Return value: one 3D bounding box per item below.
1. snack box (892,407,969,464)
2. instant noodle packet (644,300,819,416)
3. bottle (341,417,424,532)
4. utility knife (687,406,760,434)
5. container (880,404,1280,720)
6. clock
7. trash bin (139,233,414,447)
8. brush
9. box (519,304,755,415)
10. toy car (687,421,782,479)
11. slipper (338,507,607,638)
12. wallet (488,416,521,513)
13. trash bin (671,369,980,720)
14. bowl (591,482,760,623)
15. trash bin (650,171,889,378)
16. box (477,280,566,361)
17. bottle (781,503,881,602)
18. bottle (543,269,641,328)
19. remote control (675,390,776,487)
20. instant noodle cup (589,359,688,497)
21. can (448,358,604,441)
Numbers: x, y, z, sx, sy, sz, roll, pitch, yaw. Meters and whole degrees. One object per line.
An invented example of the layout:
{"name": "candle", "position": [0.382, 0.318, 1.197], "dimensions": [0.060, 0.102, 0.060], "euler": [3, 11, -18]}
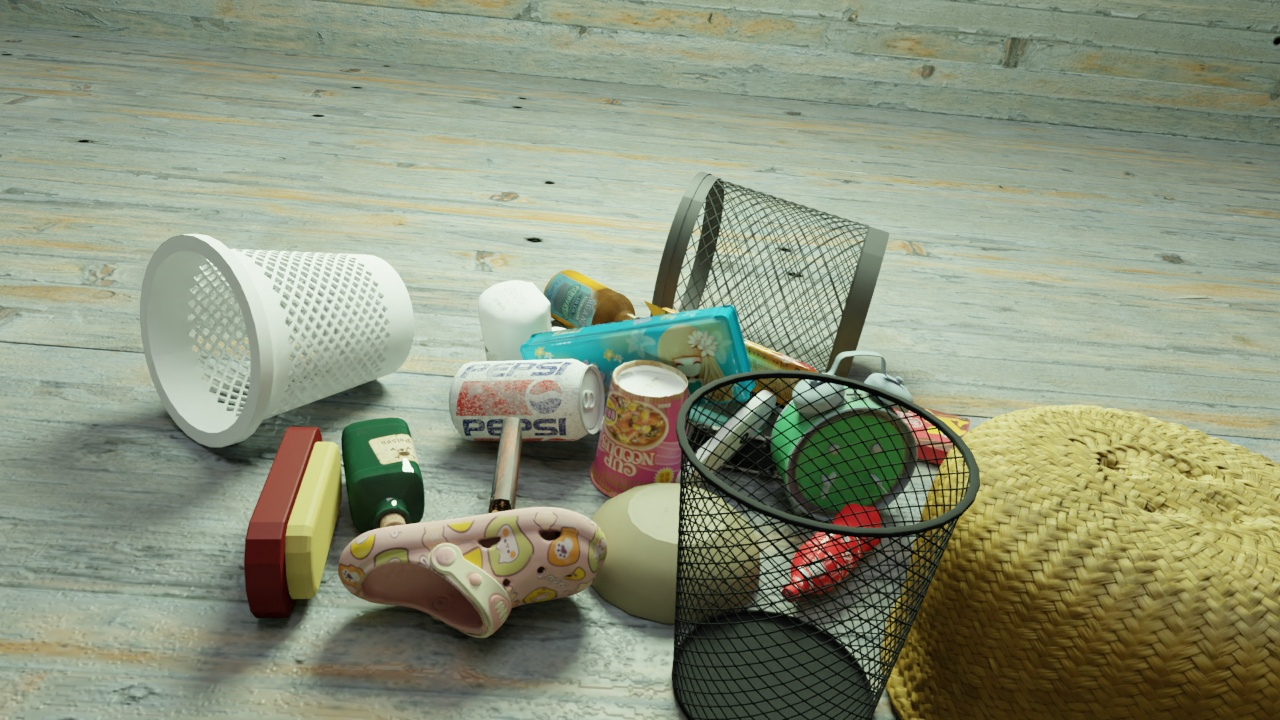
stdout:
{"name": "snack box", "position": [0.284, 0.073, 0.996], "dimensions": [0.133, 0.021, 0.089], "euler": [15, 28, 17]}
{"name": "instant noodle packet", "position": [0.115, 0.014, 0.961], "dimensions": [0.221, 0.160, 0.032], "euler": [25, 73, 33]}
{"name": "bottle", "position": [-0.217, 0.107, 0.780], "dimensions": [0.061, 0.061, 0.131], "euler": [-7, 30, -19]}
{"name": "utility knife", "position": [0.074, 0.064, 0.979], "dimensions": [0.126, 0.015, 0.022], "euler": [22, 63, 31]}
{"name": "container", "position": [0.334, 0.165, 0.638], "dimensions": [0.307, 0.197, 0.306], "euler": [4, 26, -2]}
{"name": "clock", "position": [0.187, 0.067, 0.831], "dimensions": [0.122, 0.162, 0.075], "euler": [0, 27, -10]}
{"name": "trash bin", "position": [-0.347, -0.032, 0.913], "dimensions": [0.196, 0.196, 0.199], "euler": [23, 22, 30]}
{"name": "brush", "position": [-0.266, 0.122, 0.718], "dimensions": [0.042, 0.082, 0.173], "euler": [1, 27, -9]}
{"name": "box", "position": [-0.005, 0.005, 0.909], "dimensions": [0.227, 0.094, 0.041], "euler": [-7, 24, 25]}
{"name": "toy car", "position": [0.101, 0.089, 0.913], "dimensions": [0.113, 0.039, 0.039], "euler": [11, 7, 11]}
{"name": "slipper", "position": [-0.120, 0.166, 0.675], "dimensions": [0.197, 0.093, 0.081], "euler": [-2, 48, -12]}
{"name": "wallet", "position": [-0.115, 0.110, 0.784], "dimensions": [0.019, 0.072, 0.123], "euler": [4, 28, -5]}
{"name": "trash bin", "position": [0.104, 0.142, 0.612], "dimensions": [0.184, 0.210, 0.183], "euler": [5, 27, -3]}
{"name": "bowl", "position": [0.027, 0.147, 0.764], "dimensions": [0.152, 0.050, 0.152], "euler": [5, 27, -3]}
{"name": "trash bin", "position": [0.153, -0.088, 1.083], "dimensions": [0.227, 0.218, 0.217], "euler": [16, 28, 11]}
{"name": "box", "position": [-0.110, -0.033, 1.035], "dimensions": [0.141, 0.140, 0.083], "euler": [-29, 55, -26]}
{"name": "bottle", "position": [0.160, 0.163, 0.770], "dimensions": [0.042, 0.042, 0.141], "euler": [24, 32, 32]}
{"name": "bottle", "position": [-0.047, -0.056, 1.130], "dimensions": [0.067, 0.068, 0.157], "euler": [-20, 37, -41]}
{"name": "remote control", "position": [0.082, 0.076, 0.863], "dimensions": [0.013, 0.043, 0.136], "euler": [36, 60, 25]}
{"name": "instant noodle cup", "position": [0.004, 0.064, 0.860], "dimensions": [0.097, 0.109, 0.097], "euler": [5, 28, -3]}
{"name": "can", "position": [-0.110, 0.039, 0.888], "dimensions": [0.136, 0.078, 0.078], "euler": [-2, 24, 18]}
